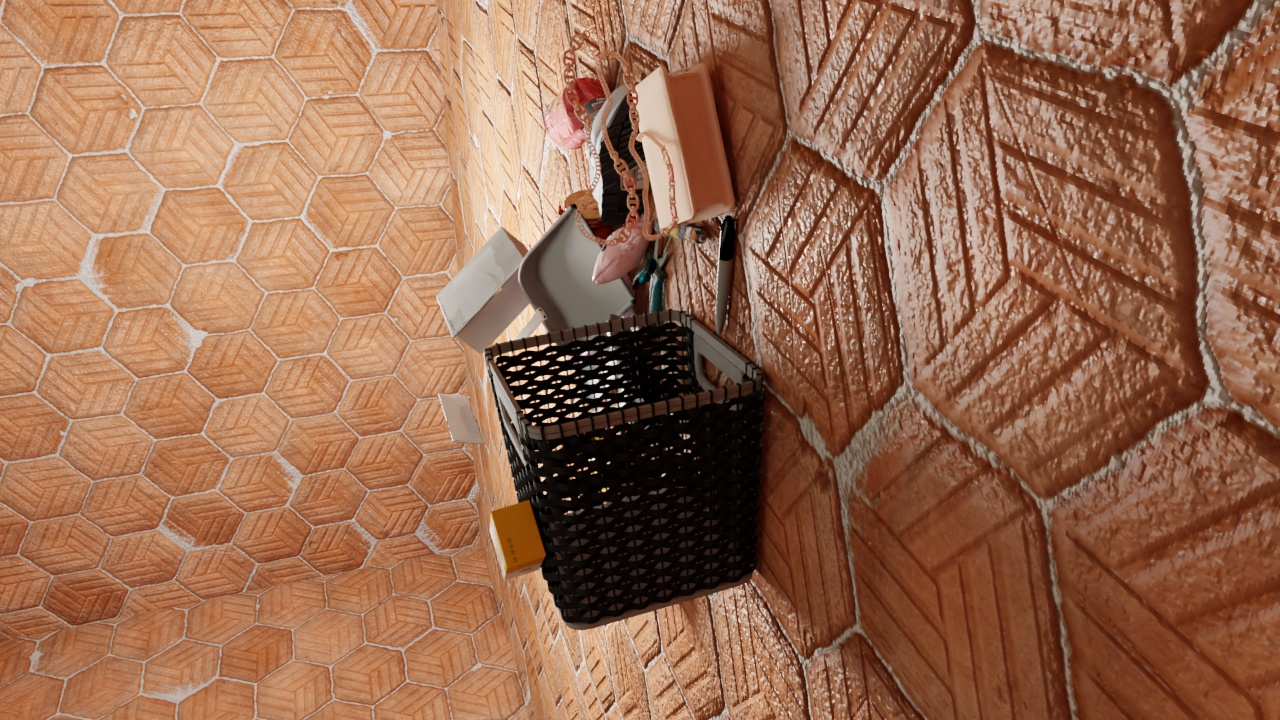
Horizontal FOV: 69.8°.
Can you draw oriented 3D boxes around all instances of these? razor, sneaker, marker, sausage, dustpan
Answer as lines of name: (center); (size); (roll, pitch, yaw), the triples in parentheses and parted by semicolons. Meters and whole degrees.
razor: (-0.007, 0.007, 1.205); (0.060, 0.057, 0.156); (-44, 67, 23)
sneaker: (-0.034, -0.280, 1.129); (0.240, 0.088, 0.124); (105, 148, -60)
marker: (0.088, -0.088, 0.963); (0.022, 0.016, 0.139); (-68, -17, -56)
sausage: (0.044, -0.150, 1.059); (0.155, 0.020, 0.020); (-146, 50, -67)
dustpan: (-0.121, -0.083, 1.322); (0.163, 0.033, 0.258); (58, 139, 9)

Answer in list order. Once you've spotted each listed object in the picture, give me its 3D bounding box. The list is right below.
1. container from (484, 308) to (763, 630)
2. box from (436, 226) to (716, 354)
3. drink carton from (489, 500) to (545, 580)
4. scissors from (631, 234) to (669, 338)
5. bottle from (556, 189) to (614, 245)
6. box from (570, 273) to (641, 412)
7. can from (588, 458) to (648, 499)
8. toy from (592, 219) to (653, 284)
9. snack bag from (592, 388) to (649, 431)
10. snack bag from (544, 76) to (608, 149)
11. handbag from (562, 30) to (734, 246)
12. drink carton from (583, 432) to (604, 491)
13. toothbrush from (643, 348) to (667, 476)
container: (-0.017, 0.112, 1.018); (0.247, 0.245, 0.244); (-134, 35, -62)
box: (-0.097, -0.118, 1.502); (0.167, 0.445, 0.165); (-126, 38, -56)
drink carton: (-0.131, 0.192, 0.967); (0.123, 0.040, 0.058); (116, 137, -68)
scissors: (0.016, -0.093, 1.182); (0.148, 0.019, 0.118); (142, 118, -69)
bottle: (-0.085, -0.184, 1.329); (0.111, 0.099, 0.099); (95, 158, -45)
box: (-0.052, -0.036, 1.337); (0.153, 0.041, 0.202); (64, 145, 25)
can: (-0.033, 0.170, 1.386); (0.105, 0.067, 0.068); (-133, 37, -61)
toy: (-0.018, -0.147, 1.188); (0.053, 0.098, 0.096); (42, 136, -5)
snack bag: (-0.033, 0.070, 1.385); (0.225, 0.041, 0.077); (161, 100, -74)
snack bag: (-0.092, -0.347, 1.304); (0.176, 0.082, 0.082); (-171, 73, -73)
handbag: (-0.014, -0.217, 0.927); (0.117, 0.187, 0.199); (1, 104, 66)
drink carton: (-0.071, 0.156, 1.473); (0.122, 0.041, 0.058); (57, 164, -7)
toothbrush: (0.018, 0.070, 1.257); (0.012, 0.017, 0.186); (-32, 66, 50)
